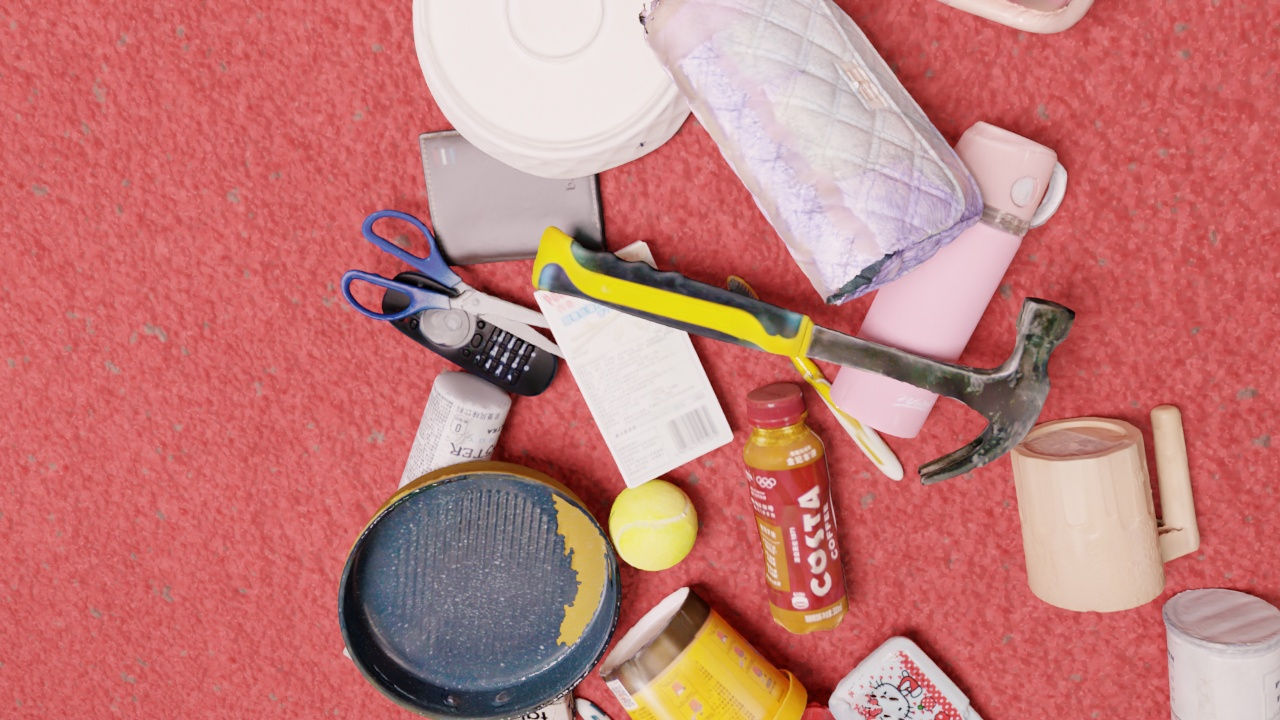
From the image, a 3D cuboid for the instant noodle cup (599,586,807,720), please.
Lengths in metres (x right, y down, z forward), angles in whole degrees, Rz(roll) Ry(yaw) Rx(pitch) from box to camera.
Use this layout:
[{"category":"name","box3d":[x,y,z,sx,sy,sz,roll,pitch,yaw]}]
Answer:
[{"category":"instant noodle cup","box3d":[0.041,0.241,0.677,0.119,0.118,0.114,-44,88,18]}]

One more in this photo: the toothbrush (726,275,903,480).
[{"category":"toothbrush","box3d":[0.123,0.014,0.643,0.016,0.018,0.191,-39,97,19]}]

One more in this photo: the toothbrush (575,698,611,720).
[{"category":"toothbrush","box3d":[0.014,0.346,0.760,0.191,0.018,0.016,44,108,-5]}]

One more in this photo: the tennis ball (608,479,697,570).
[{"category":"tennis ball","box3d":[0.009,0.120,0.669,0.065,0.065,0.065,3,107,9]}]

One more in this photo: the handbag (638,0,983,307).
[{"category":"handbag","box3d":[0.099,-0.134,0.517,0.194,0.133,0.076,56,140,12]}]

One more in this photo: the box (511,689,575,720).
[{"category":"box","box3d":[-0.091,0.233,0.730,0.069,0.052,0.164,-2,107,28]}]

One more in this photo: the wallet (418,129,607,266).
[{"category":"wallet","box3d":[-0.088,-0.117,0.642,0.122,0.020,0.096,-4,105,9]}]

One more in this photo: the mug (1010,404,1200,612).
[{"category":"mug","box3d":[0.312,0.093,0.608,0.124,0.084,0.103,-17,102,-11]}]

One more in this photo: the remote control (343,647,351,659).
[{"category":"remote control","box3d":[-0.193,0.203,0.753,0.056,0.019,0.135,31,109,0]}]

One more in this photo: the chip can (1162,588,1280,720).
[{"category":"chip can","box3d":[0.410,0.272,0.642,0.071,0.071,0.215,-8,105,12]}]

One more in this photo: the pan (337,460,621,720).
[{"category":"pan","box3d":[-0.118,0.248,0.665,0.197,0.078,0.358,3,105,-10]}]

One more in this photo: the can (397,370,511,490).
[{"category":"can","box3d":[-0.147,0.083,0.689,0.058,0.058,0.147,23,108,2]}]

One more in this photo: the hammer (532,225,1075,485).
[{"category":"hammer","box3d":[0.084,-0.016,0.574,0.323,0.031,0.126,17,107,11]}]

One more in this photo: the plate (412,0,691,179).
[{"category":"plate","box3d":[-0.051,-0.220,0.583,0.205,0.045,0.205,1,102,6]}]

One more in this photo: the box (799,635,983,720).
[{"category":"box","box3d":[0.198,0.315,0.695,0.161,0.058,0.201,-39,105,16]}]

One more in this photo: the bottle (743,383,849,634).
[{"category":"bottle","box3d":[0.108,0.104,0.651,0.057,0.057,0.175,-9,104,12]}]

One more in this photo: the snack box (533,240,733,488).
[{"category":"snack box","box3d":[-0.004,0.004,0.646,0.084,0.027,0.157,-26,100,-2]}]

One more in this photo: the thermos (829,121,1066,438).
[{"category":"thermos","box3d":[0.201,-0.048,0.592,0.087,0.067,0.199,14,109,-27]}]

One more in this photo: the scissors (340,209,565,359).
[{"category":"scissors","box3d":[-0.123,-0.054,0.646,0.172,0.012,0.133,-6,97,-3]}]

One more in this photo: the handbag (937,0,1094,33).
[{"category":"handbag","box3d":[0.162,-0.242,0.447,0.193,0.233,0.093,23,107,3]}]

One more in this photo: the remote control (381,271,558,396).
[{"category":"remote control","box3d":[-0.123,-0.020,0.671,0.136,0.024,0.053,29,106,-3]}]
